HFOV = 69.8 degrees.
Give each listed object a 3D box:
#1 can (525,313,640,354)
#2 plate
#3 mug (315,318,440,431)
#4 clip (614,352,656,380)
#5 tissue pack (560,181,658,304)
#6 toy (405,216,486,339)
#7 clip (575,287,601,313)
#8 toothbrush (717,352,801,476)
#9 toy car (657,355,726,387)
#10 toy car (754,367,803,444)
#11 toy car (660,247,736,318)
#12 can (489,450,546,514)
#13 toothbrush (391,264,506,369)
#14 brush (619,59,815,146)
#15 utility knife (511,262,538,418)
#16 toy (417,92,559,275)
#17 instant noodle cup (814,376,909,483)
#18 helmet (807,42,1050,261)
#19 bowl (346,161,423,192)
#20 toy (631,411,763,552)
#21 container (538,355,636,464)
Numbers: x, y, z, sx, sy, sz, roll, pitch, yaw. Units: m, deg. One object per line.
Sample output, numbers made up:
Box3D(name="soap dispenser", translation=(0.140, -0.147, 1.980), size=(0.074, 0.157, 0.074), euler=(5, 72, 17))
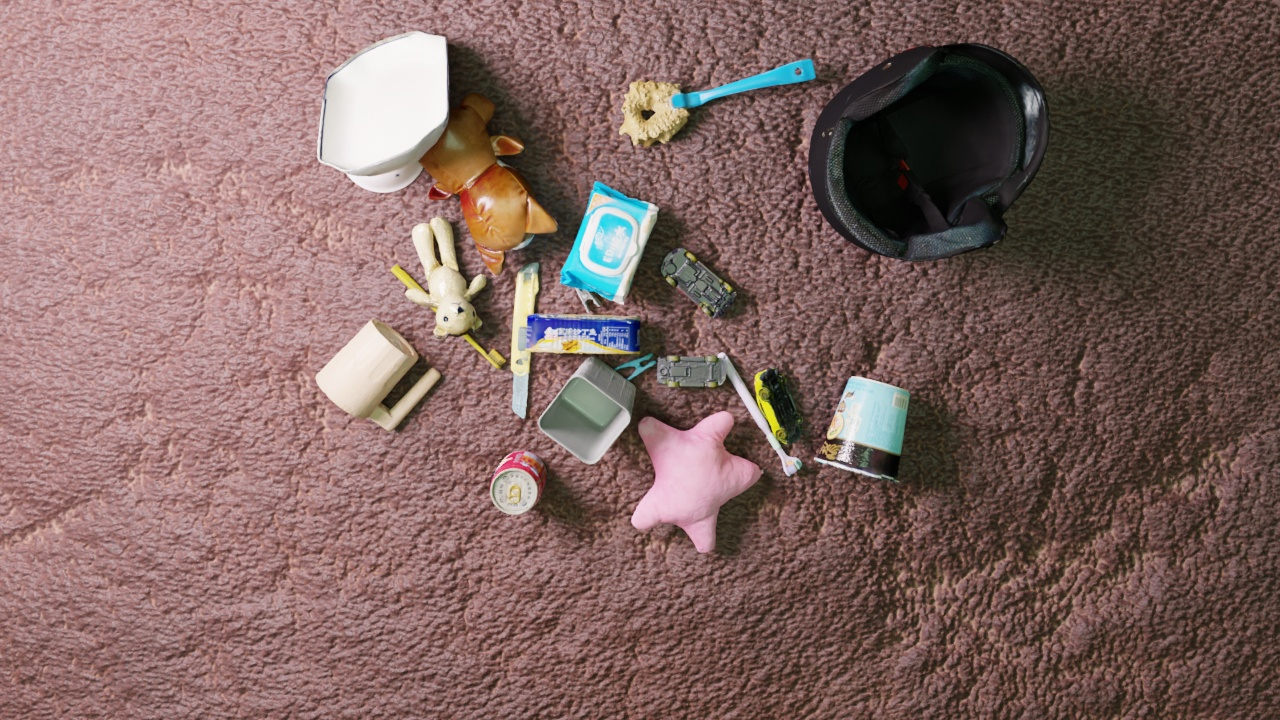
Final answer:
Box3D(name="can", translation=(-0.073, -0.034, 1.179), size=(0.148, 0.074, 0.049), euler=(2, 94, -2))
Box3D(name="plate", translation=(-0.296, -0.301, 1.085), size=(0.162, 0.265, 0.034), euler=(-17, 138, 5))
Box3D(name="mug", translation=(-0.336, 0.021, 1.187), size=(0.103, 0.084, 0.124), euler=(-46, 120, 3))
Box3D(name="clip", translation=(-0.006, 0.008, 1.215), size=(0.056, 0.014, 0.040), euler=(-29, 97, 3))
Box3D(name="tissue pack", translation=(-0.040, -0.146, 1.157), size=(0.090, 0.063, 0.140), euler=(21, 81, -5))
Box3D(name="toy", translation=(-0.249, -0.106, 1.172), size=(0.105, 0.066, 0.157), euler=(-15, 85, -22))
Box3D(name="clip", translation=(-0.073, -0.089, 1.197), size=(0.033, 0.025, 0.057), euler=(-29, 101, 8))
Box3D(name="toothbrush", translation=(0.156, 0.070, 1.221), size=(0.029, 0.021, 0.189), euler=(-36, 95, -27))
Box3D(name="toy car", translation=(0.067, 0.013, 1.204), size=(0.090, 0.035, 0.042), euler=(1, 99, 3))
Box3D(name="toy car", translation=(0.179, 0.062, 1.209), size=(0.032, 0.048, 0.105), euler=(-14, 105, 46))
Box3D(name="toy car", translation=(0.074, -0.102, 1.192), size=(0.106, 0.031, 0.049), euler=(39, 95, -6))
Box3D(name="can", translation=(-0.159, 0.159, 1.192), size=(0.066, 0.093, 0.066), euler=(0, 97, -1))
Box3D(name="toothbrush", translation=(-0.251, -0.058, 1.203), size=(0.190, 0.015, 0.016), euler=(43, 90, -5))
Box3D(name="brush", translation=(0.092, -0.333, 1.150), size=(0.255, 0.046, 0.083), euler=(-13, 94, 7))
Box3D(name="utility knife", translation=(-0.154, -0.026, 1.211), size=(0.031, 0.021, 0.207), euler=(5, 102, 5))
Box3D(name="toy", translation=(-0.190, -0.217, 1.137), size=(0.140, 0.130, 0.199), euler=(-35, 88, 36))
Box3D(name="instant noodle cup", translation=(0.294, 0.086, 1.189), size=(0.111, 0.111, 0.120), euler=(15, 89, -3))
Box3D(name="helmet", translation=(0.327, -0.244, 1.079), size=(0.274, 0.230, 0.233), euler=(-28, 106, -7))
Box3D(name="bowl", translation=(-0.332, -0.272, 1.150), size=(0.118, 0.064, 0.118), euler=(0, 97, -1))
Box3D(name="toy", translation=(0.078, 0.161, 1.208), size=(0.178, 0.074, 0.195), euler=(0, 101, -11))
Box3D(name="container", translation=(-0.062, 0.057, 1.164), size=(0.090, 0.114, 0.090), euler=(37, 108, -5))
